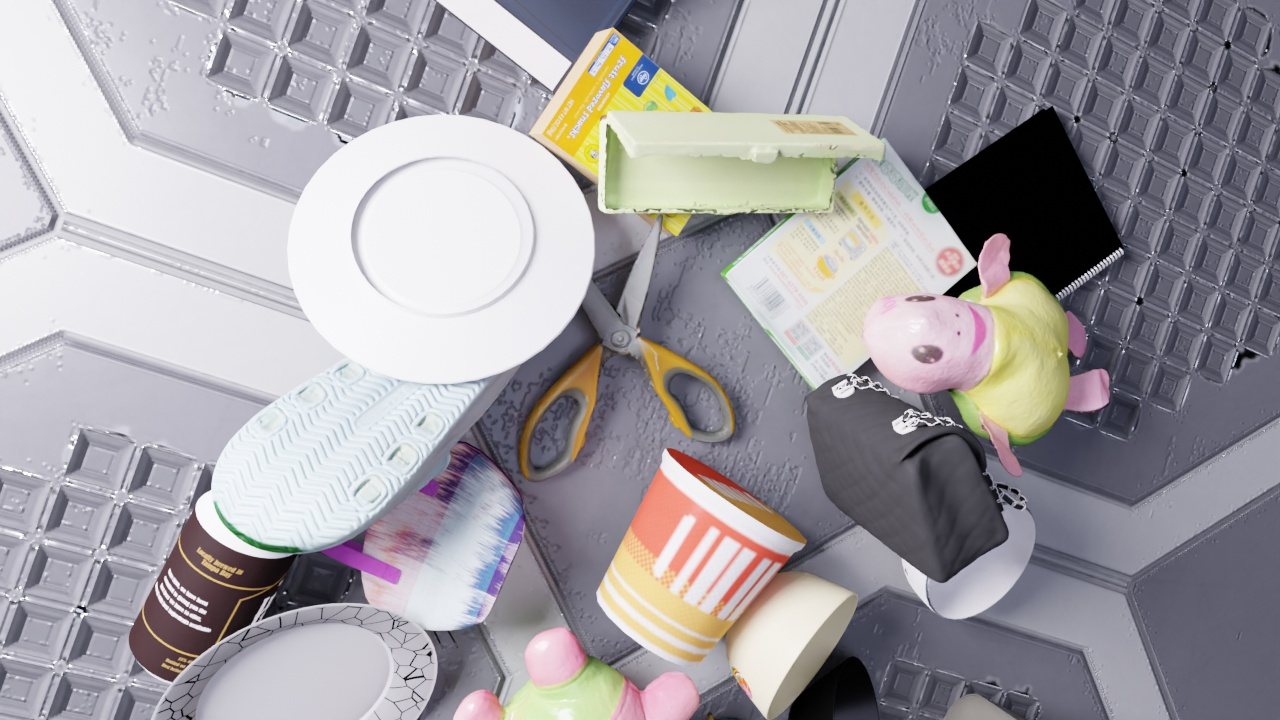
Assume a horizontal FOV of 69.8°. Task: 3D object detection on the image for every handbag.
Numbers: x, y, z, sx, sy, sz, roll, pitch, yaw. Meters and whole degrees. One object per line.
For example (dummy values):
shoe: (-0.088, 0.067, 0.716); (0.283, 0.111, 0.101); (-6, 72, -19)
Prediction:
handbag: (-0.175, 0.118, 0.662); (0.170, 0.068, 0.144); (24, 87, -9)
handbag: (0.208, 0.070, 0.696); (0.114, 0.153, 0.125); (-29, 115, -8)

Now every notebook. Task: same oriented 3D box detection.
notebook: (0.308, -0.101, 0.790); (0.206, 0.016, 0.149); (-34, 101, -10)

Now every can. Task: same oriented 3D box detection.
can: (-0.281, 0.149, 0.612); (0.072, 0.072, 0.129); (29, 104, -15)

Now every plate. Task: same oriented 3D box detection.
plate: (-0.236, 0.235, 0.638); (0.188, 0.016, 0.189); (-16, 128, -22)
plate: (-0.135, -0.085, 0.629); (0.208, 0.015, 0.208); (2, 69, -6)

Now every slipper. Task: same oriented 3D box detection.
slipper: (-0.167, 0.041, 0.622); (0.104, 0.074, 0.244); (34, 54, 14)

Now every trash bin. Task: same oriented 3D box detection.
trash bin: (0.353, 0.412, 0.760); (0.220, 0.197, 0.197); (33, 85, -8)

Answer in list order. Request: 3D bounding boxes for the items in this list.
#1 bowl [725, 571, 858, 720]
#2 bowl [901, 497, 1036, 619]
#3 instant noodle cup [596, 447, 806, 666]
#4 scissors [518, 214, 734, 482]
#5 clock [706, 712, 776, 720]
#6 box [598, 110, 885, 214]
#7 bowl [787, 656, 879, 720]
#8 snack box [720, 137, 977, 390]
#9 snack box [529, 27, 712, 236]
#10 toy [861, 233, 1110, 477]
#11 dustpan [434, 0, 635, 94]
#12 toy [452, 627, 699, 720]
bowl: (0.107, 0.211, 0.726); (0.074, 0.118, 0.118); (34, 84, 28)
bowl: (0.264, 0.151, 0.764); (0.113, 0.063, 0.113); (-11, 118, -22)
instant noodle cup: (0.039, 0.151, 0.691); (0.123, 0.123, 0.121); (32, 93, -15)
scissors: (-0.006, 0.003, 0.700); (0.224, 0.016, 0.225); (20, 101, -22)
clock: (0.073, 0.353, 0.745); (0.090, 0.052, 0.129); (11, 91, -15)
box: (0.064, -0.134, 0.654); (0.187, 0.091, 0.083); (-3, 128, -16)
bowl: (0.153, 0.307, 0.749); (0.053, 0.123, 0.124); (-10, 99, 28)
snack box: (0.168, -0.074, 0.740); (0.168, 0.027, 0.132); (-41, 101, -1)
snack box: (-0.003, -0.166, 0.676); (0.125, 0.040, 0.088); (34, 91, -24)
toy: (0.284, -0.003, 0.729); (0.237, 0.088, 0.190); (4, 83, -27)
dustpan: (-0.065, -0.371, 0.638); (0.236, 0.080, 0.273); (35, 85, -14)
toy: (-0.030, 0.310, 0.688); (0.192, 0.096, 0.236); (-39, 99, 6)
